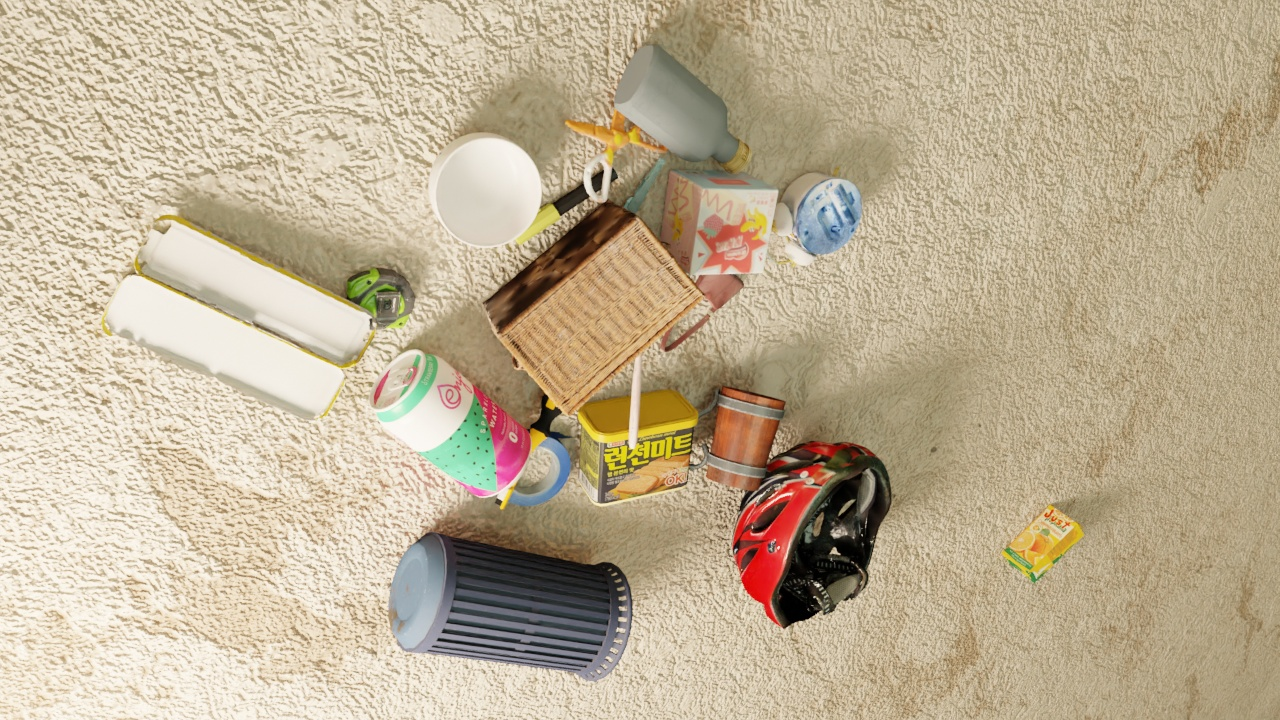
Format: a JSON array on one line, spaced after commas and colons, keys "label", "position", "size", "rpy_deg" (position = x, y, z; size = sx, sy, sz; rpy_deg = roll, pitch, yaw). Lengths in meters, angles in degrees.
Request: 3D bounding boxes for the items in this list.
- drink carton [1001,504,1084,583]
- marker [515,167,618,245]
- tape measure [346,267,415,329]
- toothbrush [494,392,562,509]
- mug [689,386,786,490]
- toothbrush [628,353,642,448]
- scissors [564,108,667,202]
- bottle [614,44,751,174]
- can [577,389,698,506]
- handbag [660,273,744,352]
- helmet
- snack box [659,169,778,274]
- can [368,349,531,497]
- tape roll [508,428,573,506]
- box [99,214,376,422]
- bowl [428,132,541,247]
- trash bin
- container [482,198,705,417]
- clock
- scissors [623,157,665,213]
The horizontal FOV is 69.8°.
[{"label": "drink carton", "position": [0.671, 0.302, 1.525], "size": [0.122, 0.058, 0.041], "rpy_deg": [-44, 126, -1]}, {"label": "marker", "position": [-0.077, -0.159, 0.927], "size": [0.123, 0.017, 0.021], "rpy_deg": [-35, 126, -9]}, {"label": "tape measure", "position": [-0.249, -0.057, 0.879], "size": [0.065, 0.036, 0.059], "rpy_deg": [-7, 117, -24]}, {"label": "toothbrush", "position": [-0.109, 0.074, 1.008], "size": [0.031, 0.031, 0.196], "rpy_deg": [26, 89, 6]}, {"label": "mug", "position": [0.107, 0.090, 1.110], "size": [0.117, 0.081, 0.111], "rpy_deg": [14, 93, 13]}, {"label": "toothbrush", "position": [-0.006, 0.006, 1.002], "size": [0.018, 0.016, 0.181], "rpy_deg": [5, 83, -24]}, {"label": "scissors", "position": [-0.024, -0.218, 0.916], "size": [0.125, 0.011, 0.128], "rpy_deg": [8, 97, -37]}, {"label": "bottle", "position": [0.050, -0.243, 0.927], "size": [0.161, 0.046, 0.072], "rpy_deg": [29, 81, -37]}, {"label": "can", "position": [-0.006, 0.102, 1.066], "size": [0.130, 0.072, 0.101], "rpy_deg": [-9, 121, -23]}, {"label": "handbag", "position": [0.063, -0.057, 1.050], "size": [0.055, 0.029, 0.120], "rpy_deg": [32, 102, -37]}, {"label": "helmet", "position": [0.215, 0.211, 1.172], "size": [0.216, 0.167, 0.273], "rpy_deg": [-20, 133, -35]}, {"label": "snack box", "position": [0.082, -0.147, 0.977], "size": [0.092, 0.079, 0.095], "rpy_deg": [-4, 117, -26]}, {"label": "can", "position": [-0.191, 0.066, 0.941], "size": [0.088, 0.088, 0.166], "rpy_deg": [-45, 126, -1]}, {"label": "tape roll", "position": [-0.125, 0.123, 1.048], "size": [0.091, 0.016, 0.093], "rpy_deg": [1, 114, -28]}, {"label": "box", "position": [-0.357, -0.032, 0.828], "size": [0.209, 0.023, 0.127], "rpy_deg": [28, 106, -26]}, {"label": "bowl", "position": [-0.150, -0.164, 0.866], "size": [0.104, 0.054, 0.105], "rpy_deg": [-12, 121, -21]}, {"label": "trash bin", "position": [-0.149, 0.279, 1.044], "size": [0.249, 0.139, 0.139], "rpy_deg": [20, 104, -32]}, {"label": "container", "position": [-0.052, -0.058, 0.924], "size": [0.198, 0.114, 0.113], "rpy_deg": [-40, 117, -1]}, {"label": "clock", "position": [0.193, -0.160, 1.045], "size": [0.125, 0.052, 0.089], "rpy_deg": [-40, 127, -4]}, {"label": "scissors", "position": [-0.012, -0.155, 0.966], "size": [0.056, 0.015, 0.137], "rpy_deg": [28, 104, -32]}]
